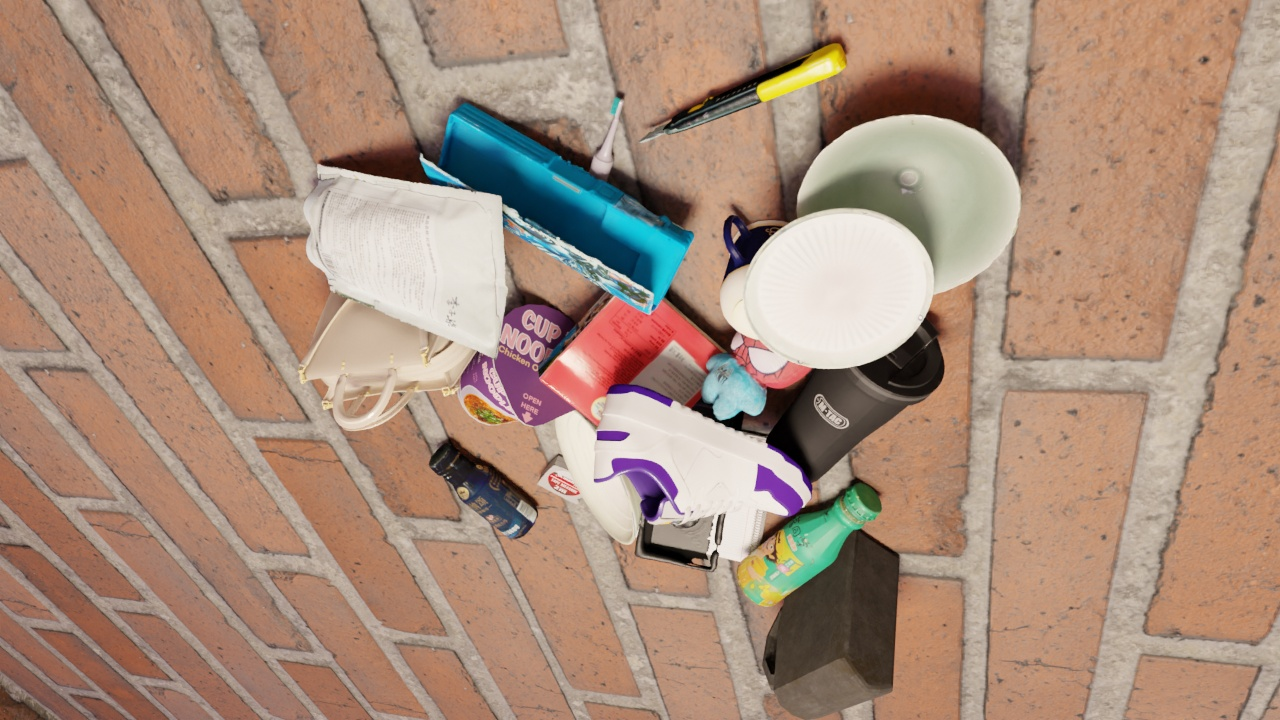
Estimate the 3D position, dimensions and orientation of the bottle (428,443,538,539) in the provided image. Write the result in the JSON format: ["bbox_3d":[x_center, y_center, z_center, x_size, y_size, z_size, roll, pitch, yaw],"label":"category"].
[{"bbox_3d":[-0.205,0.170,1.202,0.056,0.056,0.161,-28,118,37],"label":"bottle"}]

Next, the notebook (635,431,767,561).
[{"bbox_3d":[0.069,0.162,1.130,0.178,0.013,0.246,11,135,10],"label":"notebook"}]

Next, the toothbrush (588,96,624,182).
[{"bbox_3d":[-0.042,-0.163,0.850,0.019,0.018,0.188,26,136,2],"label":"toothbrush"}]

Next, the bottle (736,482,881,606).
[{"bbox_3d":[0.202,0.218,1.096,0.068,0.067,0.210,32,127,-12],"label":"bottle"}]

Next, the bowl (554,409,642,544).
[{"bbox_3d":[-0.031,0.121,1.062,0.176,0.057,0.177,49,153,35],"label":"bowl"}]

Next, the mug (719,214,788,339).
[{"bbox_3d":[0.108,-0.076,0.831,0.086,0.089,0.112,-25,121,36],"label":"mug"}]

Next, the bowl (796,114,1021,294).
[{"bbox_3d":[0.216,-0.137,0.750,0.174,0.067,0.174,10,137,9],"label":"bowl"}]

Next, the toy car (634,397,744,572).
[{"bbox_3d":[0.058,0.127,1.016,0.094,0.071,0.192,10,95,10],"label":"toy car"}]

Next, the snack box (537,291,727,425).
[{"bbox_3d":[-0.006,0.005,0.935,0.142,0.040,0.145,40,99,-20],"label":"snack box"}]

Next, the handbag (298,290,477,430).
[{"bbox_3d":[-0.259,-0.008,0.943,0.195,0.197,0.101,-7,137,24],"label":"handbag"}]

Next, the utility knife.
[{"bbox_3d":[0.078,-0.214,0.752,0.188,0.028,0.020,-16,121,30],"label":"utility knife"}]

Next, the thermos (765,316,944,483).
[{"bbox_3d":[0.201,0.042,0.912,0.106,0.105,0.219,24,141,-4],"label":"thermos"}]

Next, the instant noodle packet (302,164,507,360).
[{"bbox_3d":[-0.221,-0.103,0.869,0.269,0.057,0.147,18,117,34],"label":"instant noodle packet"}]

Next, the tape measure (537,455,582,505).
[{"bbox_3d":[-0.093,0.150,1.168,0.060,0.020,0.062,29,134,-9],"label":"tape measure"}]

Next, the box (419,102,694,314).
[{"bbox_3d":[-0.083,-0.124,0.830,0.243,0.085,0.092,30,135,2],"label":"box"}]

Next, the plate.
[{"bbox_3d":[0.164,-0.059,0.766,0.157,0.014,0.157,2,127,3],"label":"plate"}]

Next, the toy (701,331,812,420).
[{"bbox_3d":[0.114,0.001,0.888,0.133,0.092,0.062,-40,123,2],"label":"toy"}]

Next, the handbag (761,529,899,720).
[{"bbox_3d":[0.223,0.340,1.117,0.102,0.196,0.200,34,135,-14],"label":"handbag"}]

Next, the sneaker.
[{"bbox_3d":[0.059,0.120,0.901,0.244,0.111,0.092,27,164,-18],"label":"sneaker"}]

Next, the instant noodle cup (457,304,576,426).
[{"bbox_3d":[-0.137,0.023,0.993,0.122,0.136,0.122,30,147,-27],"label":"instant noodle cup"}]
